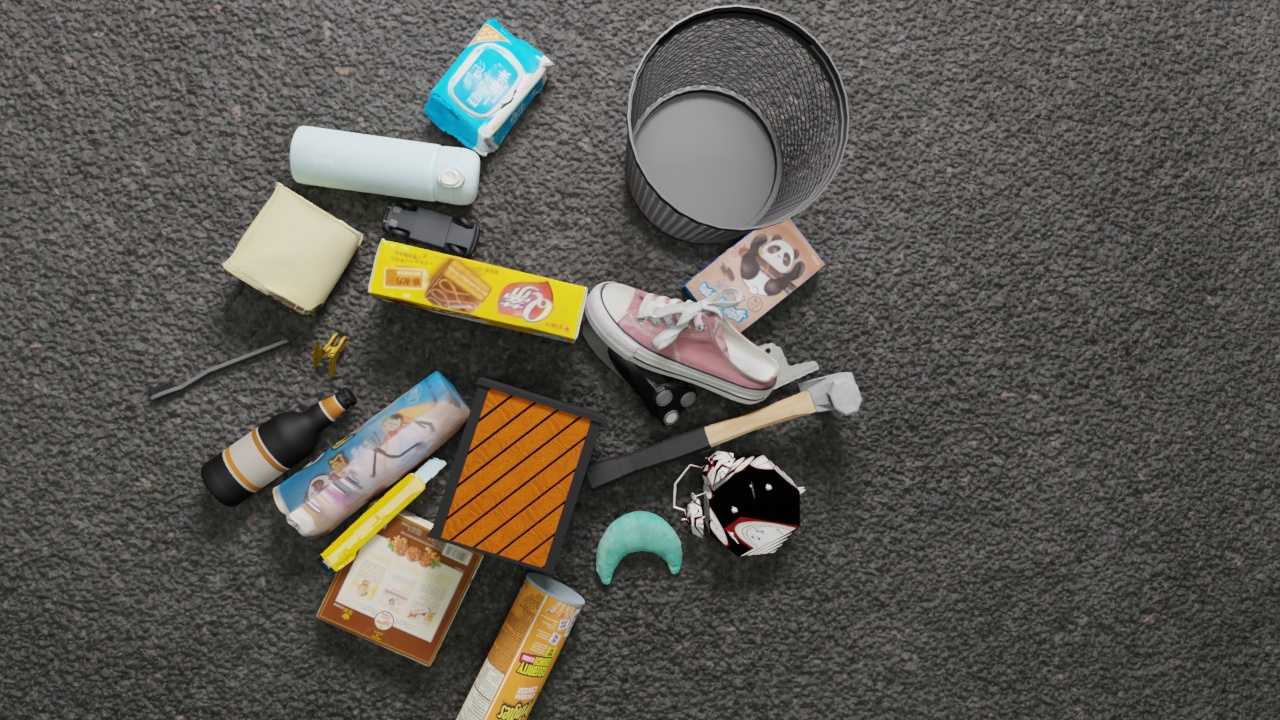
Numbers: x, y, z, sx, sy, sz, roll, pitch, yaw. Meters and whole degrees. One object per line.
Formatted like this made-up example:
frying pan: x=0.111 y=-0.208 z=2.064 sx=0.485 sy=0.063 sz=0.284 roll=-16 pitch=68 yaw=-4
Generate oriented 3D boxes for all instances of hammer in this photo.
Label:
hammer: x=0.093 y=0.084 z=1.069 sx=0.328 sy=0.131 sz=0.039 roll=-20 pitch=92 yaw=5

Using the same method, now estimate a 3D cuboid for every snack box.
snack box: x=-0.179 y=-0.074 z=1.036 sx=0.230 sy=0.110 sz=0.061 roll=13 pitch=88 yaw=-5
snack box: x=-0.275 y=0.256 z=1.062 sx=0.143 sy=0.041 sz=0.147 roll=25 pitch=88 yaw=-5
snack box: x=0.135 y=-0.102 z=1.103 sx=0.151 sy=0.034 sz=0.087 roll=-39 pitch=94 yaw=-3

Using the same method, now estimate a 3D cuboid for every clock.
clock: x=0.112 y=0.167 z=1.069 sx=0.154 sy=0.065 sz=0.115 roll=17 pitch=104 yaw=-12

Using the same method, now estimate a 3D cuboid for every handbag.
handbag: x=-0.390 y=-0.122 z=1.036 sx=0.111 sy=0.081 sz=0.119 roll=32 pitch=86 yaw=-12

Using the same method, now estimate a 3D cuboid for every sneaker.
sneaker: x=0.051 y=-0.036 z=1.044 sx=0.241 sy=0.088 sz=0.118 roll=25 pitch=46 yaw=4

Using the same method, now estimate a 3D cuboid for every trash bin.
trash bin: x=0.085 y=-0.234 z=1.001 sx=0.217 sy=0.227 sz=0.217 roll=0 pitch=90 yaw=-5
trash bin: x=-0.135 y=0.122 z=1.025 sx=0.139 sy=0.140 sz=0.171 roll=18 pitch=88 yaw=-5

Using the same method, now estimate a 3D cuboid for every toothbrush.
toothbrush: x=-0.485 y=0.009 z=1.058 sx=0.167 sy=0.013 sz=0.013 roll=-22 pitch=84 yaw=-5

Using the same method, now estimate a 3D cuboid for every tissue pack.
tissue pack: x=-0.175 y=-0.314 z=1.060 sx=0.093 sy=0.062 sz=0.144 roll=37 pitch=87 yaw=-5

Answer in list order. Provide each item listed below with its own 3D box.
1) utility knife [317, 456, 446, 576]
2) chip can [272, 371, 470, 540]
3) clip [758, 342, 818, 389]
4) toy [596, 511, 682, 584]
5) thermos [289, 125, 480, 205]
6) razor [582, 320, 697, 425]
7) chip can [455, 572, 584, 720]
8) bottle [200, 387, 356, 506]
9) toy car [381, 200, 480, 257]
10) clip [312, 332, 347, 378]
utility knife: x=-0.289 y=0.173 z=1.032 sx=0.179 sy=0.017 sz=0.030 roll=-43 pitch=96 yaw=-4
chip can: x=-0.301 y=0.108 z=1.043 sx=0.229 sy=0.080 sz=0.080 roll=-37 pitch=93 yaw=-4
clip: x=0.160 y=0.008 z=1.102 sx=0.101 sy=0.050 sz=0.058 roll=-25 pitch=105 yaw=-6
toy: x=-0.004 y=0.221 z=1.093 sx=0.105 sy=0.033 sz=0.085 roll=-8 pitch=102 yaw=-6
thermos: x=-0.286 y=-0.220 z=1.045 sx=0.207 sy=0.078 sz=0.065 roll=8 pitch=101 yaw=-3
razor: x=-0.006 y=0.006 z=1.083 sx=0.156 sy=0.060 sz=0.057 roll=44 pitch=98 yaw=16
chip can: x=-0.145 y=0.359 z=1.057 sx=0.075 sy=0.075 sz=0.215 roll=27 pitch=88 yaw=-5
bottle: x=-0.404 y=0.091 z=1.041 sx=0.181 sy=0.059 sz=0.059 roll=-35 pitch=93 yaw=-4
toy car: x=-0.243 y=-0.153 z=1.068 sx=0.112 sy=0.034 sz=0.046 roll=16 pitch=88 yaw=-4
clip: x=-0.354 y=-0.007 z=1.056 sx=0.048 sy=0.054 sz=0.044 roll=-26 pitch=71 yaw=-28
